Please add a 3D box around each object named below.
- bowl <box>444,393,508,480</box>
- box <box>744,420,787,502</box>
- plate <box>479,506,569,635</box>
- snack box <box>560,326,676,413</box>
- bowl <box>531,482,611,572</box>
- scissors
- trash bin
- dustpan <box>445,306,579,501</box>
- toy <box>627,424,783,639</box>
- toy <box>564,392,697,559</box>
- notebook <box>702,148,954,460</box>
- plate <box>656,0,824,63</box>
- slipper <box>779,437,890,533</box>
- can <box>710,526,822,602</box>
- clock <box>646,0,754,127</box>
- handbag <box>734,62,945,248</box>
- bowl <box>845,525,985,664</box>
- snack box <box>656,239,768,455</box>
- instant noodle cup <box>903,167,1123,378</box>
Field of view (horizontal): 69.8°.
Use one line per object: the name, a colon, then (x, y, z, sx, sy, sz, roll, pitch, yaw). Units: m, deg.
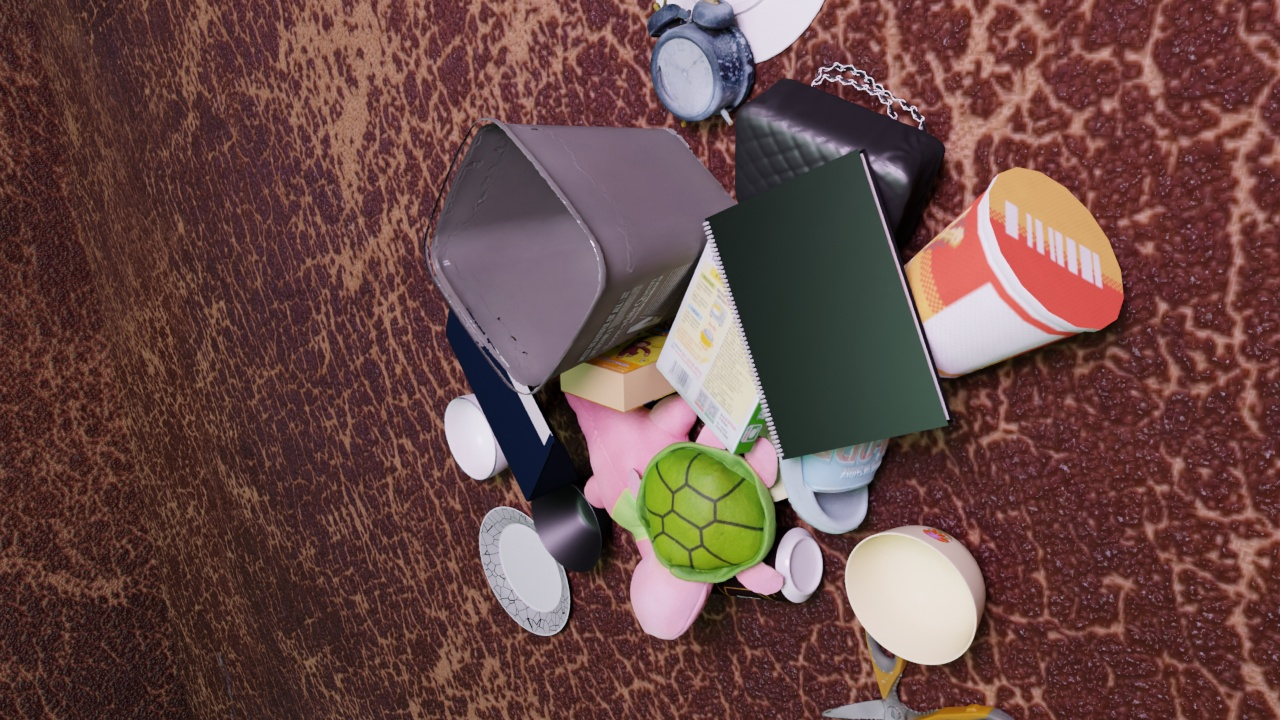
bowl: (-0.200, 0.094, 1.203, 0.113, 0.063, 0.113, 20, 119, 41)
box: (0.125, 0.034, 0.877, 0.083, 0.091, 0.188, -13, 98, 11)
plate: (-0.157, 0.288, 1.269, 0.189, 0.016, 0.189, 18, 117, 39)
snack box: (-0.006, 0.005, 0.933, 0.088, 0.125, 0.040, 17, 116, 40)
bowl: (-0.073, 0.191, 1.124, 0.124, 0.052, 0.124, 18, 117, 39)
scissors: (0.262, 0.330, 0.872, 0.225, 0.016, 0.225, 19, 118, 40)
trash bin: (-0.044, -0.112, 0.858, 0.197, 0.219, 0.198, 53, 134, 17)
dustpan: (-0.140, 0.036, 1.060, 0.236, 0.080, 0.274, 61, 152, 19)
toy: (0.054, 0.157, 0.874, 0.190, 0.087, 0.239, 34, 114, 21)
toy: (-0.011, 0.100, 0.997, 0.193, 0.096, 0.236, -46, 71, 31)
notebook: (0.137, -0.035, 0.704, 0.149, 0.016, 0.206, -19, 88, 42)
plate: (0.079, -0.363, 0.790, 0.209, 0.015, 0.209, 18, 117, 39)
slipper: (0.175, 0.036, 0.789, 0.074, 0.103, 0.245, 10, 108, 45)
can: (0.115, 0.204, 0.929, 0.129, 0.071, 0.072, -9, 99, 46)
clock: (0.051, -0.273, 0.815, 0.090, 0.052, 0.129, 11, 123, 44)
handbag: (0.162, -0.154, 0.750, 0.154, 0.114, 0.125, 28, 140, 22)
bowl: (0.248, 0.190, 0.791, 0.118, 0.073, 0.118, 18, 117, 39)
snack box: (0.083, -0.023, 0.804, 0.132, 0.027, 0.168, 50, 130, 39)
instant noodle cup: (0.254, -0.053, 0.669, 0.123, 0.123, 0.121, 61, 143, 9)
